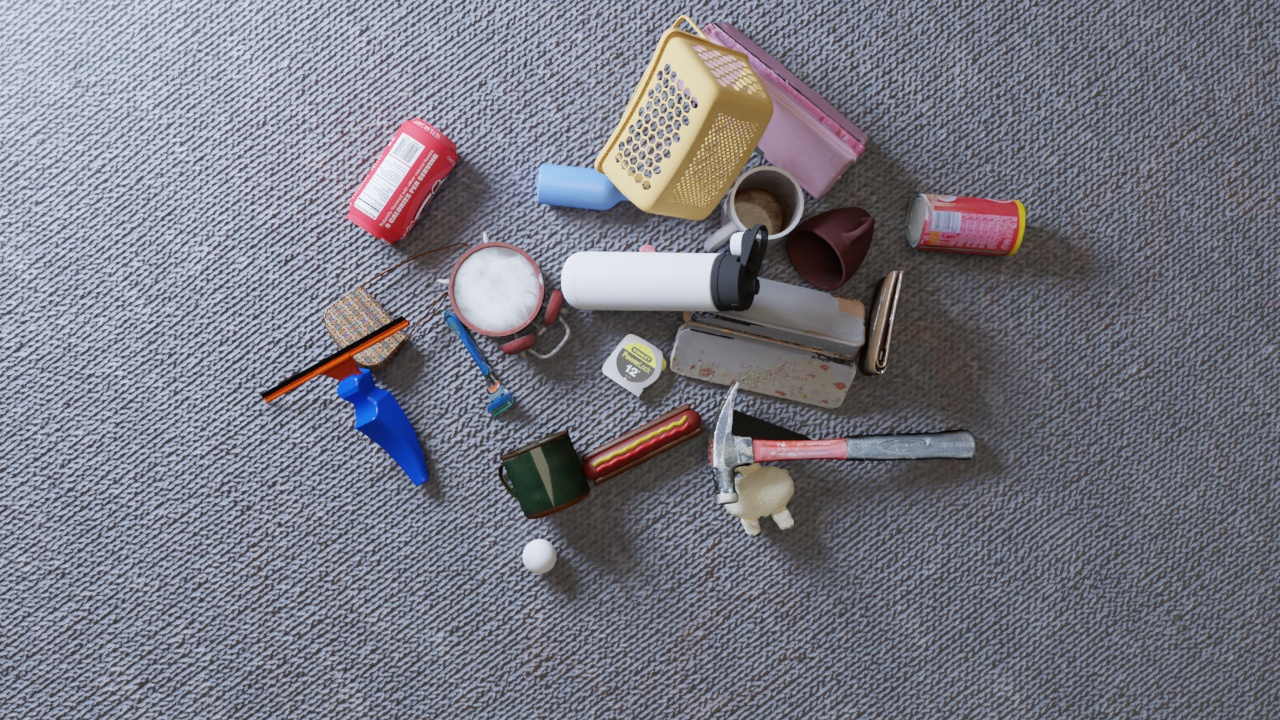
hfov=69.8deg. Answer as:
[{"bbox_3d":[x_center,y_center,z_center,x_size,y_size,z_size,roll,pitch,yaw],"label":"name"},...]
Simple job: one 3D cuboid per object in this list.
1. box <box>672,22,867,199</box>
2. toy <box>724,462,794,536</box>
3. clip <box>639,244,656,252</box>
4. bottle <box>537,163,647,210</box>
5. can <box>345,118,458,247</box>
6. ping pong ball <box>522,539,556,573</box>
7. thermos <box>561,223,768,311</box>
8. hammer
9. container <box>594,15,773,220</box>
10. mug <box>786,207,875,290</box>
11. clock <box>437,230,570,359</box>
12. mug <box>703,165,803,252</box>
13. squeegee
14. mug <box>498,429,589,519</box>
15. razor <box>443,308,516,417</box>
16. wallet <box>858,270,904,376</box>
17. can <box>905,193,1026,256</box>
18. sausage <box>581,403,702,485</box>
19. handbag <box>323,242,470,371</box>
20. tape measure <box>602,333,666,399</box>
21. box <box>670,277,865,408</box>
[{"bbox_3d":[0.168,-0.314,1.100,0.232,0.100,0.106,38,55,1],"label":"box"},{"bbox_3d":[0.139,0.154,1.091,0.087,0.050,0.112,-21,74,-6],"label":"toy"},{"bbox_3d":[0.025,-0.119,1.104,0.060,0.044,0.023,33,84,-14],"label":"clip"},{"bbox_3d":[-0.056,-0.205,1.096,0.131,0.048,0.048,6,88,-1],"label":"bottle"},{"bbox_3d":[-0.279,-0.209,1.078,0.074,0.074,0.142,34,88,0],"label":"can"},{"bbox_3d":[-0.120,0.232,1.088,0.040,0.040,0.040,0,88,-1],"label":"ping pong ball"},{"bbox_3d":[0.026,-0.105,1.044,0.230,0.068,0.101,3,76,26],"label":"thermos"},{"bbox_3d":[0.239,0.094,1.083,0.326,0.036,0.140,0,76,-10],"label":"hammer"},{"bbox_3d":[0.042,-0.272,1.035,0.184,0.129,0.167,-57,48,33],"label":"container"},{"bbox_3d":[0.240,-0.145,1.076,0.088,0.114,0.087,-39,95,-24],"label":"mug"},{"bbox_3d":[-0.152,-0.068,1.084,0.157,0.062,0.110,43,88,-2],"label":"clock"},{"bbox_3d":[0.125,-0.165,1.075,0.119,0.096,0.083,-35,90,-2],"label":"mug"},{"bbox_3d":[-0.305,0.067,1.074,0.250,0.055,0.185,-24,105,28],"label":"squeegee"},{"bbox_3d":[-0.120,0.138,1.077,0.111,0.084,0.081,-21,91,33],"label":"mug"},{"bbox_3d":[-0.195,-0.002,1.103,0.044,0.018,0.141,-31,87,34],"label":"razor"},{"bbox_3d":[0.284,-0.042,1.075,0.027,0.098,0.121,12,89,6],"label":"wallet"},{"bbox_3d":[0.387,-0.162,1.095,0.124,0.067,0.066,4,88,-1],"label":"can"},{"bbox_3d":[0.002,0.100,1.095,0.155,0.040,0.040,-26,89,-2],"label":"sausage"},{"bbox_3d":[-0.283,-0.076,1.103,0.195,0.043,0.093,-43,86,-10],"label":"handbag"},{"bbox_3d":[-0.007,0.006,1.108,0.064,0.017,0.065,34,88,0],"label":"tape measure"},{"bbox_3d":[0.152,-0.027,1.103,0.217,0.096,0.114,13,60,-2],"label":"box"}]
